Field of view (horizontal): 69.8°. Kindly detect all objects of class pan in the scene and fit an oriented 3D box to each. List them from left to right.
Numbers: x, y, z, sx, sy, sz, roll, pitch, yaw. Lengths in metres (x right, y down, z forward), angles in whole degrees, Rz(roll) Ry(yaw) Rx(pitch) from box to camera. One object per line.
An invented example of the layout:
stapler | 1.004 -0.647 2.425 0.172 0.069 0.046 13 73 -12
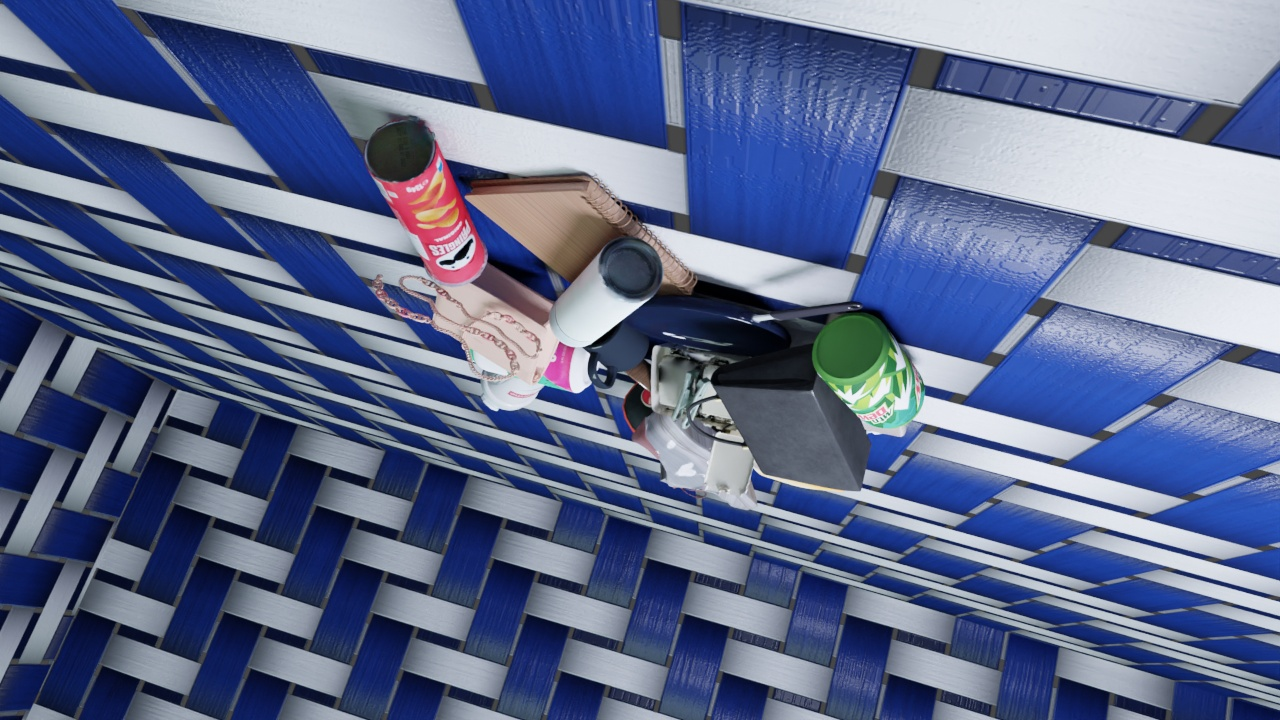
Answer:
pan | 0.112 -0.045 0.980 0.198 0.021 0.357 17 169 -27

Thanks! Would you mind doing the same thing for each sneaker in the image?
sneaker | 0.075 0.151 1.324 0.090 0.099 0.236 -33 120 22

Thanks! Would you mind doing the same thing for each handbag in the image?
handbag | -0.211 -0.026 1.087 0.199 0.186 0.117 32 129 8
handbag | 0.145 0.072 1.078 0.196 0.072 0.176 -5 134 32

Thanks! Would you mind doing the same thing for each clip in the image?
clip | 0.063 0.051 1.160 0.047 0.076 0.023 35 -151 27

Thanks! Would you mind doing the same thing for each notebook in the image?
notebook | -0.054 -0.123 0.950 0.169 0.022 0.210 6 160 36

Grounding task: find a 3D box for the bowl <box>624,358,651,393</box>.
bowl | -0.007 0.007 1.261 0.118 0.030 0.118 39 180 0

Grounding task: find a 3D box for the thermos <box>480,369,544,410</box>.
thermos | -0.185 0.016 1.408 0.099 0.099 0.221 22 159 -15

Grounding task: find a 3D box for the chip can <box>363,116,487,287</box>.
chip can | -0.213 -0.153 0.930 0.073 0.073 0.233 15 163 7

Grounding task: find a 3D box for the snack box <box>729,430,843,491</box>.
snack box | 0.229 0.139 1.396 0.145 0.080 0.195 10 162 26

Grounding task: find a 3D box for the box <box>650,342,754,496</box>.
box | 0.099 0.070 1.216 0.144 0.194 0.100 13 -161 35

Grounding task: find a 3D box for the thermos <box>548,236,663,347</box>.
thermos | -0.042 -0.066 0.967 0.068 0.067 0.230 21 164 -13

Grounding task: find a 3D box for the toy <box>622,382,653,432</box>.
toy | 0.020 0.073 1.364 0.097 0.099 0.119 -32 165 7

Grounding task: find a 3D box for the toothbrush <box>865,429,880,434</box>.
toothbrush | 0.286 0.094 1.192 0.017 0.012 0.186 -4 177 32

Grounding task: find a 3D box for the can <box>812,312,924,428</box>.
can | 0.247 0.015 0.981 0.083 0.083 0.144 5 160 36

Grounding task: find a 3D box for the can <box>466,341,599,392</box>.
can | -0.141 -0.016 1.212 0.166 0.088 0.088 13 163 15

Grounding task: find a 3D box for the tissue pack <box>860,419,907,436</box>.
tissue pack | 0.240 0.052 1.148 0.181 0.071 0.104 14 164 23

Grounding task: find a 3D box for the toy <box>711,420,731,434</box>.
toy | 0.115 0.113 1.401 0.062 0.100 0.076 23 165 2

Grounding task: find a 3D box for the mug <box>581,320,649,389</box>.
mug | -0.040 -0.017 1.131 0.071 0.105 0.077 2 158 28
